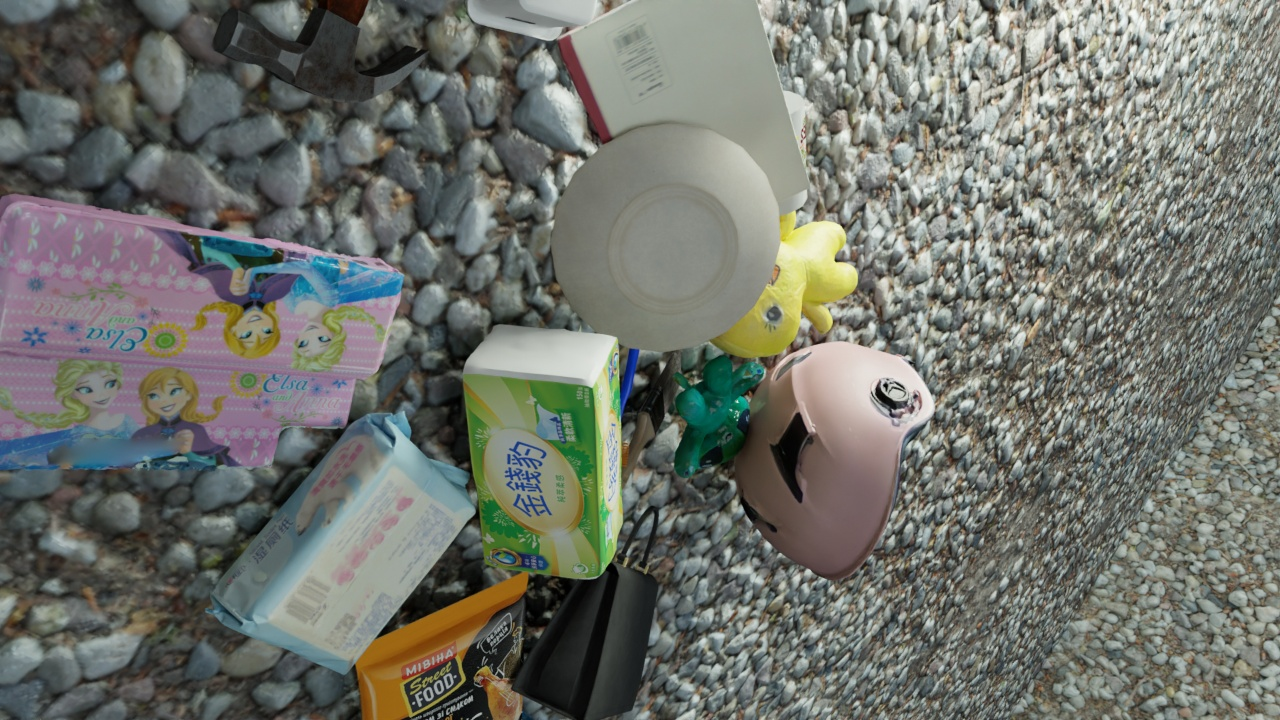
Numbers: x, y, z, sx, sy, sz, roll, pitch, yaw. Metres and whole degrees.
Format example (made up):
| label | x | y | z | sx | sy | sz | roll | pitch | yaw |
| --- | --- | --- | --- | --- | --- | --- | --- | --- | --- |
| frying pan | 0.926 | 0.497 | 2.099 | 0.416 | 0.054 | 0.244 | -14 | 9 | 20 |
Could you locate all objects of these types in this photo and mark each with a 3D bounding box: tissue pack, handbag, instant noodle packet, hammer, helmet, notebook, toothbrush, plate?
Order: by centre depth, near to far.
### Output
| label | x | y | z | sx | sy | sz | roll | pitch | yaw |
| --- | --- | --- | --- | --- | --- | --- | --- | --- | --- |
| hammer | -0.138 | -0.296 | 0.533 | 0.111 | 0.028 | 0.301 | 18 | 98 | -48 |
| tissue pack | -0.206 | 0.129 | 0.662 | 0.181 | 0.070 | 0.112 | -53 | 138 | -14 |
| notebook | 0.042 | -0.191 | 0.724 | 0.153 | 0.012 | 0.209 | -26 | 127 | 0 |
| plate | 0.024 | -0.091 | 0.734 | 0.188 | 0.027 | 0.189 | -3 | 112 | -9 |
| tissue pack | -0.065 | 0.059 | 0.750 | 0.141 | 0.120 | 0.198 | -67 | 166 | -58 |
| instant noodle packet | -0.162 | 0.297 | 0.775 | 0.159 | 0.032 | 0.221 | -17 | 122 | -40 |
| toothbrush | -0.005 | 0.005 | 0.805 | 0.018 | 0.016 | 0.182 | 12 | 86 | -10 |
| handbag | -0.023 | 0.231 | 0.878 | 0.195 | 0.072 | 0.176 | -67 | 162 | -11 |
| helmet | 0.180 | 0.088 | 0.928 | 0.254 | 0.152 | 0.231 | -74 | -171 | -45 |

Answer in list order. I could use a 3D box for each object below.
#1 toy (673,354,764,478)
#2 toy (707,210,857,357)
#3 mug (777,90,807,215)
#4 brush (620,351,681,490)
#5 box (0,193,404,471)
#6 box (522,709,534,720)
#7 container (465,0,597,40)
| label | x | y | z | sx | sy | sz | roll | pitch | yaw |
| --- | --- | --- | --- | --- | --- | --- | --- | --- | --- |
| toy | 0.064 | 0.053 | 0.876 | 0.130 | 0.072 | 0.193 | -49 | 157 | -14 |
| toy | 0.115 | -0.073 | 0.845 | 0.207 | 0.092 | 0.134 | -19 | 88 | -20 |
| mug | 0.093 | -0.178 | 0.806 | 0.105 | 0.073 | 0.090 | -15 | 125 | -9 |
| brush | 0.007 | 0.057 | 0.845 | 0.150 | 0.012 | 0.039 | -61 | 151 | -34 |
| box | -0.268 | -0.001 | 0.559 | 0.230 | 0.035 | 0.159 | 7 | 107 | -46 |
| box | -0.183 | 0.378 | 0.847 | 0.174 | 0.033 | 0.232 | -45 | 136 | -17 |
| container | -0.061 | -0.280 | 0.602 | 0.080 | 0.049 | 0.129 | -5 | 114 | -44 |
